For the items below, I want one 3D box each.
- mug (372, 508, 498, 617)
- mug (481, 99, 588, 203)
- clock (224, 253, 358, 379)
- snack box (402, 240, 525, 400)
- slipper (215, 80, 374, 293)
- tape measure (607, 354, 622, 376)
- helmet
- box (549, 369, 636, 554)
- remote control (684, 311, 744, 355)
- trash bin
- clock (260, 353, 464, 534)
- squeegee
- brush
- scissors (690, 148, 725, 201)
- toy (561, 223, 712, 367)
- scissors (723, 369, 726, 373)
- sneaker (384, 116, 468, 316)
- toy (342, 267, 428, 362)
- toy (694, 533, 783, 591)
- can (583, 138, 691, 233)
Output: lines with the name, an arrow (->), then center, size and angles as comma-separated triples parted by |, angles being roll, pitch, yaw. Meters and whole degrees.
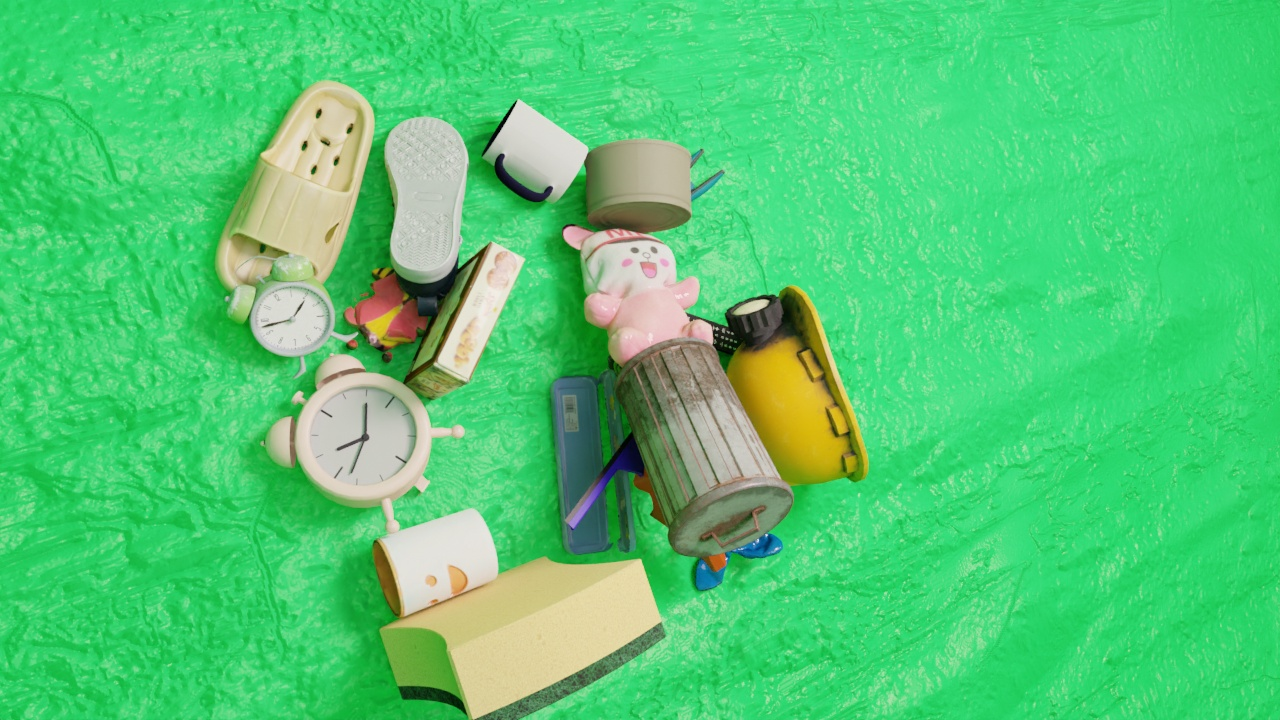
mug -> -0.210, 0.206, 0.941 | 0.105, 0.082, 0.082 | -16, 89, -28
mug -> -0.125, -0.229, 1.051 | 0.097, 0.079, 0.111 | 32, 47, -19
clock -> -0.353, -0.052, 0.913 | 0.094, 0.042, 0.119 | -36, 125, -8
snack box -> -0.188, -0.038, 0.957 | 0.041, 0.147, 0.143 | 28, 69, -20
slipper -> -0.342, -0.179, 0.944 | 0.111, 0.079, 0.261 | 24, 71, -24
tape measure -> -0.006, 0.006, 1.086 | 0.035, 0.066, 0.059 | -40, 124, -26
helmet -> 0.165, 0.052, 1.106 | 0.131, 0.205, 0.255 | -22, 108, -4
box -> -0.049, 0.116, 1.040 | 0.072, 0.079, 0.210 | -1, 82, -30
remote control -> 0.077, -0.036, 1.162 | 0.146, 0.015, 0.033 | 17, 74, -23
trash bin -> 0.063, 0.094, 0.949 | 0.130, 0.131, 0.211 | -2, 50, -27
clock -> -0.283, 0.082, 0.937 | 0.160, 0.086, 0.130 | 35, 67, -7
squeegee -> 0.040, 0.163, 1.026 | 0.185, 0.055, 0.248 | 55, 42, -15
brush -> -0.120, 0.261, 0.881 | 0.194, 0.251, 0.075 | -18, 90, -32
scissors -> 0.053, -0.214, 1.175 | 0.149, 0.019, 0.131 | 2, 77, -17
toy -> -0.007, -0.077, 1.057 | 0.141, 0.084, 0.213 | -6, 53, -24
scissors -> 0.062, 0.031, 1.141 | 0.138, 0.015, 0.119 | 33, 73, -21
sneaker -> -0.230, -0.160, 0.994 | 0.089, 0.088, 0.235 | -1, 59, -7
toy -> -0.268, -0.052, 0.979 | 0.084, 0.046, 0.103 | 18, 69, -9
toy -> 0.107, 0.184, 1.113 | 0.112, 0.071, 0.176 | -10, 86, -16
can -> -0.002, -0.203, 1.087 | 0.127, 0.128, 0.073 | 3, 80, -26
